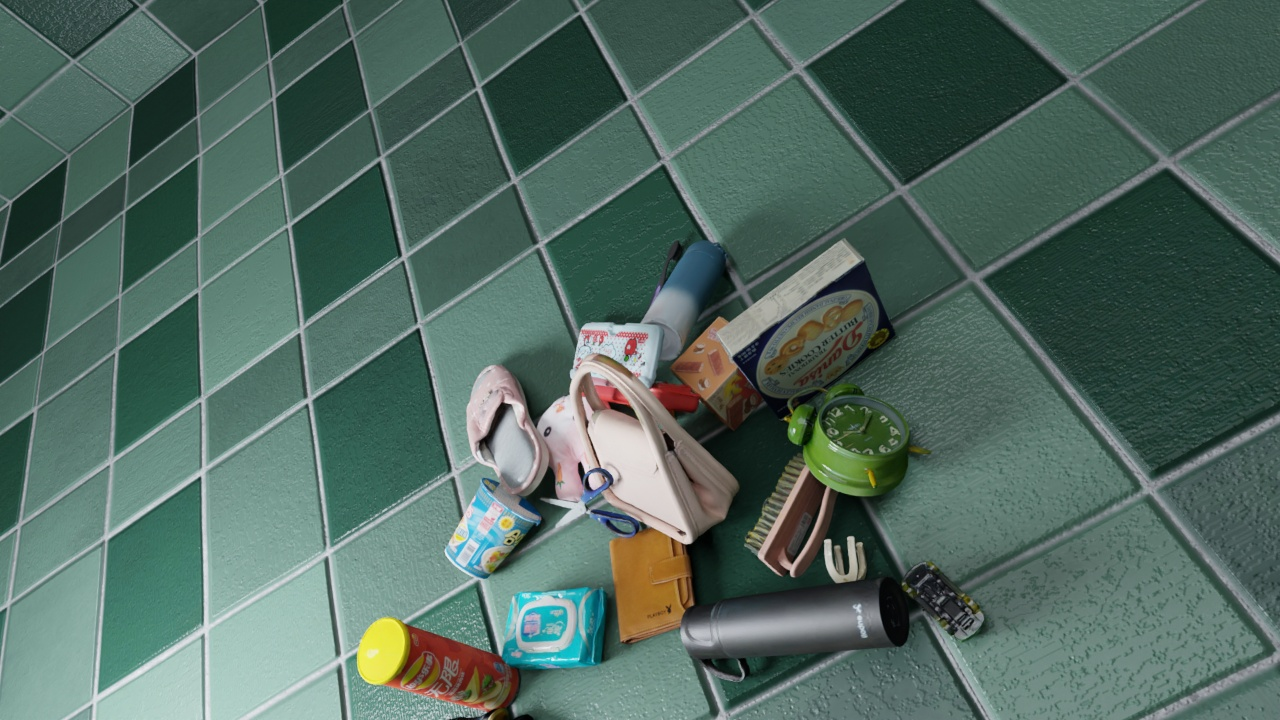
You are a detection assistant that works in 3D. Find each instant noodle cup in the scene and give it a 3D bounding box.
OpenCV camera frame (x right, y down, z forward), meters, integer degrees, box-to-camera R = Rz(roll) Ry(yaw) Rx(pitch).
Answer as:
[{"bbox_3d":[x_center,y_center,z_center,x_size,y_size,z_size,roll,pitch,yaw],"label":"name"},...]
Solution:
[{"bbox_3d":[-0.203,0.230,1.230,0.099,0.099,0.110,36,91,40],"label":"instant noodle cup"}]

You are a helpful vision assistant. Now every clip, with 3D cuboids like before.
[{"bbox_3d":[0.231,0.242,1.002,0.035,0.086,0.104,-14,84,22],"label":"clip"}]

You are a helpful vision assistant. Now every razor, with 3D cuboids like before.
[{"bbox_3d":[-0.205,0.461,1.117,0.168,0.062,0.067,-16,86,29],"label":"razor"}]

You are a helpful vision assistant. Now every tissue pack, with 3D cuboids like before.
[{"bbox_3d":[-0.102,0.330,1.129,0.134,0.050,0.093,-11,56,25],"label":"tissue pack"}]

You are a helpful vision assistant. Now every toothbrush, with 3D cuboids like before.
[{"bbox_3d":[0.023,-0.092,1.339,0.014,0.016,0.188,8,70,42],"label":"toothbrush"}]

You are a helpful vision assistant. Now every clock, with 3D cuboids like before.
[{"bbox_3d":[0.234,0.082,1.035,0.115,0.056,0.161,-24,46,-30],"label":"clock"}]

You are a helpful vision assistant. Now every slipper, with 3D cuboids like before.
[{"bbox_3d":[-0.201,0.091,1.303,0.114,0.054,0.274,-52,37,13],"label":"slipper"}]

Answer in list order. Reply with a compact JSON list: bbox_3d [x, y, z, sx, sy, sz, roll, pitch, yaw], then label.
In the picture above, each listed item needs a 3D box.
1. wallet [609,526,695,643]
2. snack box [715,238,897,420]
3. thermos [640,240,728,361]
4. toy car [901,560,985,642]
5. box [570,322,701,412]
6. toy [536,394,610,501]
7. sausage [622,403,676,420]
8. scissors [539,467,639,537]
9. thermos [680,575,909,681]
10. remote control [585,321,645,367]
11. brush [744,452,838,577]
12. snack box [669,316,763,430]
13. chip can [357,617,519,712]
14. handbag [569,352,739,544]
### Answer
[{"bbox_3d":[0.021,0.264,1.110,0.119,0.035,0.130,-26,51,24],"label":"wallet"},{"bbox_3d":[0.200,-0.031,1.078,0.178,0.182,0.045,-37,52,6],"label":"snack box"},{"bbox_3d":[0.059,-0.086,1.229,0.070,0.070,0.219,-6,33,29],"label":"thermos"},{"bbox_3d":[0.309,0.247,0.938,0.043,0.036,0.091,-45,50,1],"label":"toy car"},{"bbox_3d":[-0.006,0.008,1.162,0.201,0.095,0.100,5,83,58],"label":"box"},{"bbox_3d":[-0.086,0.114,1.252,0.121,0.054,0.159,-29,56,18],"label":"toy"},{"bbox_3d":[-0.013,0.054,1.263,0.165,0.021,0.021,22,75,39],"label":"sausage"},{"bbox_3d":[-0.068,0.182,1.162,0.162,0.163,0.012,25,42,28],"label":"scissors"},{"bbox_3d":[0.160,0.287,0.969,0.243,0.068,0.090,-20,91,36],"label":"thermos"},{"bbox_3d":[-0.033,-0.024,1.317,0.125,0.024,0.049,12,72,41],"label":"remote control"},{"bbox_3d":[0.183,0.172,1.045,0.073,0.063,0.145,18,71,42],"label":"brush"},{"bbox_3d":[0.109,0.017,1.163,0.094,0.093,0.077,-46,49,-1],"label":"snack box"},{"bbox_3d":[-0.232,0.363,1.079,0.073,0.216,0.073,-16,55,24],"label":"chip can"},{"bbox_3d":[-0.004,0.091,1.082,0.093,0.234,0.194,-42,30,-24],"label":"handbag"}]
